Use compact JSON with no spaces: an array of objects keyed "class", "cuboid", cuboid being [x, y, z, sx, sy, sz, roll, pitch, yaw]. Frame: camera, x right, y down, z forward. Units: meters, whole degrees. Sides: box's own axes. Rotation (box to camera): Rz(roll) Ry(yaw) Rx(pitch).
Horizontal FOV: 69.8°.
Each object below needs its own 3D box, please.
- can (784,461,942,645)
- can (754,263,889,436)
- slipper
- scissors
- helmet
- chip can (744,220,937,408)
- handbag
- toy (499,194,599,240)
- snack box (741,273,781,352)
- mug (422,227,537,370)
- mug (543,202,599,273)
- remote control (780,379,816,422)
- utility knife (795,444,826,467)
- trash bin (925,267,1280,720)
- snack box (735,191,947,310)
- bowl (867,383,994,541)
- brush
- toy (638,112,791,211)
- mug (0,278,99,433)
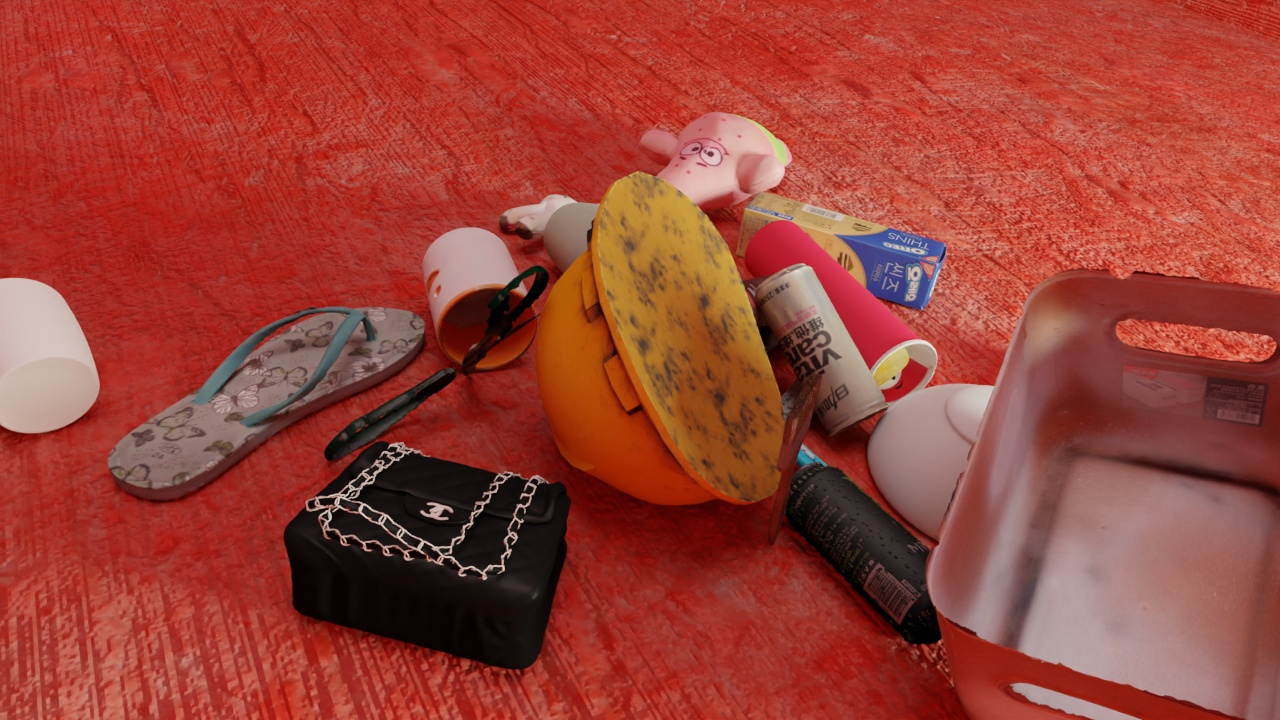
[{"class":"can","cuboid":[0.153,0.126,0.612,0.053,0.054,0.137,-17,42,-30]},{"class":"can","cuboid":[0.145,-0.010,0.745,0.054,0.054,0.135,-18,75,-32]},{"class":"slipper","cuboid":[-0.278,0.006,0.697,0.098,0.055,0.267,24,40,25]},{"class":"scissors","cuboid":[-0.138,0.003,0.652,0.203,0.202,0.015,-37,86,-23]},{"class":"helmet","cuboid":[-0.004,0.004,0.664,0.205,0.132,0.254,33,39,-41]},{"class":"chip can","cuboid":[0.176,-0.049,0.845,0.069,0.069,0.220,-9,39,-22]},{"class":"handbag","cuboid":[-0.120,0.095,0.552,0.154,0.115,0.124,9,33,9]},{"class":"toy","cuboid":[-0.085,-0.150,0.961,0.122,0.038,0.079,-14,34,-32]},{"class":"snack box","cuboid":[0.081,-0.034,0.804,0.121,0.072,0.072,-13,41,-29]},{"class":"mug","cuboid":[-0.139,-0.054,0.780,0.082,0.082,0.105,-6,37,-19]},{"class":"mug","cuboid":[-0.030,-0.103,0.881,0.111,0.084,0.104,16,12,-40]},{"class":"remote control","cuboid":[0.112,0.054,0.737,0.033,0.013,0.136,27,40,21]},{"class":"utility knife","cuboid":[0.117,0.069,0.701,0.022,0.015,0.176,-15,47,-41]},{"class":"trash bin","cuboid":[0.287,0.097,0.517,0.182,0.157,0.259,11,53,32]},{"class":"snack box","cuboid":[0.206,-0.115,0.952,0.207,0.056,0.057,19,36,16]},{"class":"bowl","cuboid":[0.268,0.069,0.701,0.176,0.066,0.176,5,36,-4]},{"class":"brush","cuboid":[0.096,0.073,0.598,0.008,0.143,0.045,21,46,18]},{"class":"toy","cuboid":[0.076,-0.219,1.043,0.192,0.097,0.236,21,45,31]},{"class":"mug","cuboid":[-0.449,0.010,0.649,0.114,0.081,0.087,-42,60,-10]}]
